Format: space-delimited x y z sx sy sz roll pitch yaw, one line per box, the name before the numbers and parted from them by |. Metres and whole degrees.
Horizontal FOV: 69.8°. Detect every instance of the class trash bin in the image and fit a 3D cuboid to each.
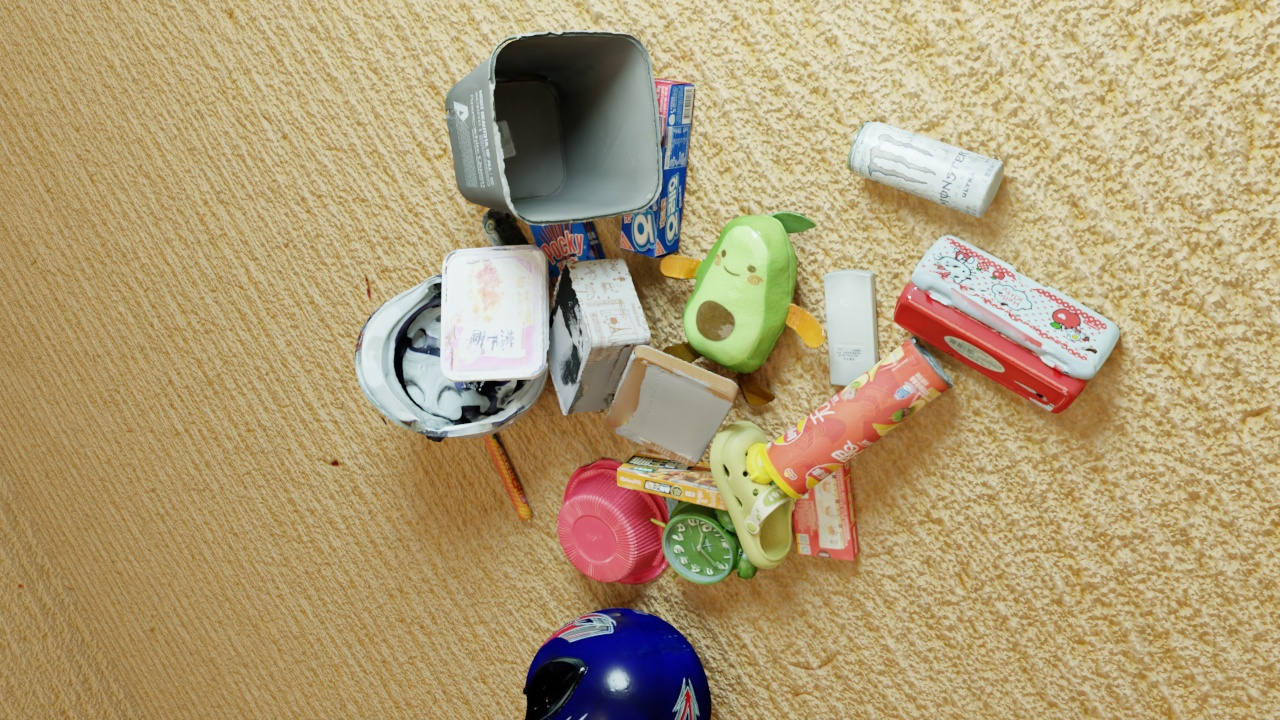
trash bin | -0.116 -0.263 1.066 0.220 0.198 0.199 16 115 58

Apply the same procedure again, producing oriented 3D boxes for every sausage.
sausage | -0.204 0.175 1.405 0.022 0.021 0.165 -22 93 36

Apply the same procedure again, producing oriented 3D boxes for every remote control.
remote control | 0.241 -0.036 1.046 0.056 0.019 0.135 2 107 33

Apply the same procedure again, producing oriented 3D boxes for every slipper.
slipper | 0.153 0.163 1.105 0.082 0.091 0.190 -5 106 50

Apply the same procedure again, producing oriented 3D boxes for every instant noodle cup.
instant noodle cup | -0.049 0.241 1.301 0.194 0.065 0.194 11 111 31
instant noodle cup | -0.181 -0.055 1.176 0.138 0.060 0.173 -3 80 6

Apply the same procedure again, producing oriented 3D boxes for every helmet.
helmet | -0.247 0.003 1.277 0.259 0.146 0.229 -6 78 5
helmet | -0.053 0.478 1.272 0.316 0.247 0.240 -36 45 30

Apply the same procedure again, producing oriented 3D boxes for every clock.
clock | 0.099 0.235 1.201 0.162 0.056 0.116 -14 103 30

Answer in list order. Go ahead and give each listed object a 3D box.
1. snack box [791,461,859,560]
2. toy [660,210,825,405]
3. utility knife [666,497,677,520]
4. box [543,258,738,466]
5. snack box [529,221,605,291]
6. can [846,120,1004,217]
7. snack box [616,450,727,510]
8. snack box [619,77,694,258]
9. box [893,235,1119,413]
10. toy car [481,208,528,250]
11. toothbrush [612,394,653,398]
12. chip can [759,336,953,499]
snack box | 0.221 0.168 1.124 0.075 0.025 0.153 -1 105 33
toy | 0.115 -0.065 1.076 0.227 0.089 0.247 27 123 22
utility knife | 0.036 0.129 1.235 0.031 0.020 0.195 4 102 38
box | -0.018 0.012 1.121 0.272 0.130 0.180 45 146 15
snack box | -0.090 -0.138 1.223 0.085 0.026 0.157 -16 97 35
can | 0.290 -0.197 0.937 0.147 0.058 0.058 26 118 23
snack box | 0.053 0.153 1.185 0.154 0.075 0.026 9 110 21
snack box | 0.020 -0.229 1.103 0.058 0.057 0.208 18 115 30
box | 0.373 -0.043 0.941 0.201 0.095 0.101 34 79 18
toy car | -0.177 -0.153 1.258 0.037 0.054 0.120 -31 88 34
toothbrush | -0.005 0.050 1.229 0.190 0.016 0.014 -2 104 39
chip can | 0.237 0.066 1.017 0.217 0.073 0.073 -39 82 18
